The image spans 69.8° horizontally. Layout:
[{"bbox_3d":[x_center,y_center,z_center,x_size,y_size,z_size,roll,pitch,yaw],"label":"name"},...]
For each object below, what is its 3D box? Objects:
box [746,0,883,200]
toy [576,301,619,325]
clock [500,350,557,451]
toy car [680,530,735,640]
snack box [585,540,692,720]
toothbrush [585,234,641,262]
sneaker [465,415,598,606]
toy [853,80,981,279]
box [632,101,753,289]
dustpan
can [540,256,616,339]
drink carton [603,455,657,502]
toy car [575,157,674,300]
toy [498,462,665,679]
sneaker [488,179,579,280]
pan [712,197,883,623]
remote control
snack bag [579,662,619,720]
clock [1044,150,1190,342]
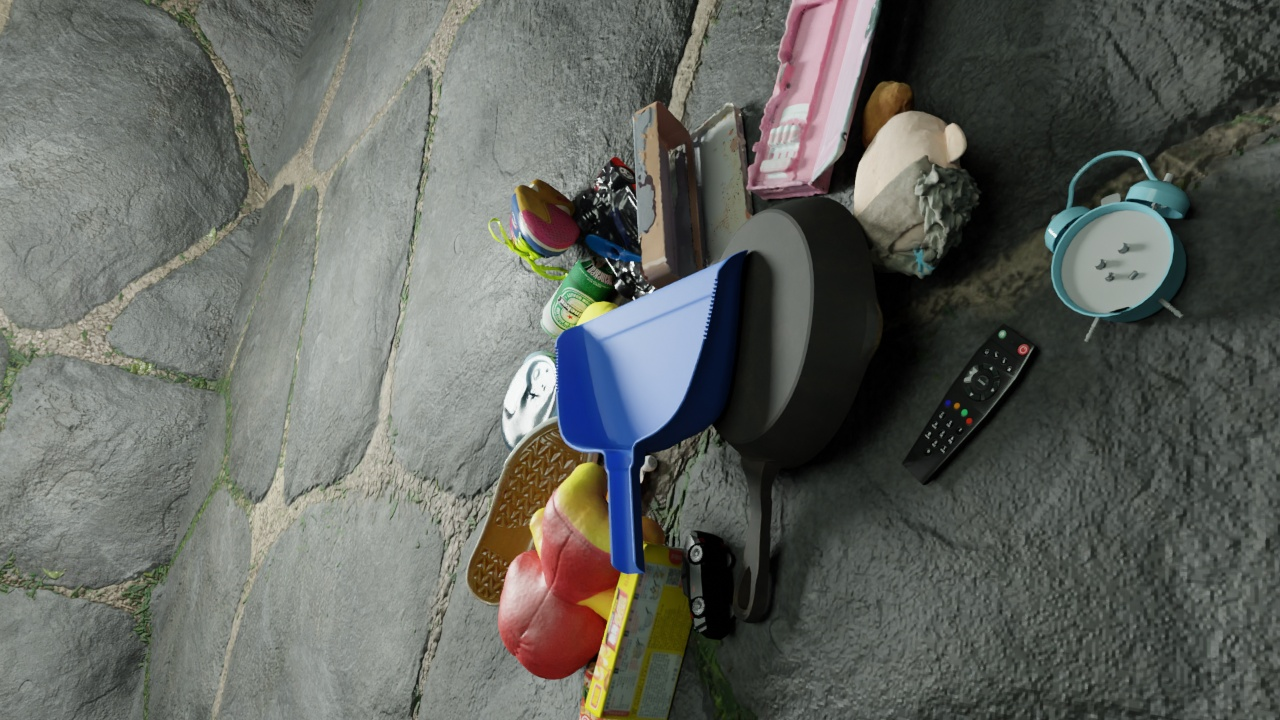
[{"bbox_3d":[0.177,-0.265,0.823,0.180,0.059,0.232,-177,103,-70],"label":"box"},{"bbox_3d":[-0.046,-0.020,1.020,0.094,0.041,0.095,-47,46,38],"label":"toy"},{"bbox_3d":[-0.116,0.050,1.066,0.162,0.060,0.118,39,106,53],"label":"clock"},{"bbox_3d":[0.056,0.193,0.788,0.036,0.042,0.091,-26,55,42],"label":"toy car"},{"bbox_3d":[0.007,0.238,0.806,0.025,0.075,0.152,8,81,56],"label":"snack box"},{"bbox_3d":[-0.019,-0.113,0.972,0.132,0.016,0.021,25,129,43],"label":"toothbrush"},{"bbox_3d":[-0.114,0.157,1.000,0.087,0.079,0.236,32,105,12],"label":"sneaker"},{"bbox_3d":[0.208,-0.141,0.712,0.133,0.076,0.175,136,137,-55],"label":"toy"},{"bbox_3d":[0.043,-0.167,0.926,0.095,0.107,0.216,-43,43,51],"label":"box"},{"bbox_3d":[0.002,0.055,0.807,0.246,0.059,0.257,-20,68,48],"label":"dustpan"},{"bbox_3d":[-0.072,-0.072,1.068,0.101,0.053,0.053,-52,40,24],"label":"can"},{"bbox_3d":[-0.031,0.137,0.943,0.122,0.039,0.069,-58,36,8],"label":"drink carton"},{"bbox_3d":[-0.010,-0.141,1.016,0.082,0.056,0.189,-50,51,29],"label":"toy car"},{"bbox_3d":[-0.070,0.212,0.882,0.147,0.098,0.217,45,120,34],"label":"toy"},{"bbox_3d":[-0.121,-0.148,1.099,0.091,0.116,0.241,-52,13,13],"label":"sneaker"},{"bbox_3d":[0.099,0.038,0.760,0.249,0.043,0.356,-177,95,-69],"label":"pan"},{"bbox_3d":[0.232,0.034,0.653,0.125,0.010,0.039,-58,38,18],"label":"remote control"},{"bbox_3d":[-0.039,0.365,0.849,0.087,0.044,0.155,-1,81,65],"label":"snack bag"},{"bbox_3d":[0.302,-0.079,0.585,0.088,0.042,0.123,-21,61,47],"label":"clock"}]
